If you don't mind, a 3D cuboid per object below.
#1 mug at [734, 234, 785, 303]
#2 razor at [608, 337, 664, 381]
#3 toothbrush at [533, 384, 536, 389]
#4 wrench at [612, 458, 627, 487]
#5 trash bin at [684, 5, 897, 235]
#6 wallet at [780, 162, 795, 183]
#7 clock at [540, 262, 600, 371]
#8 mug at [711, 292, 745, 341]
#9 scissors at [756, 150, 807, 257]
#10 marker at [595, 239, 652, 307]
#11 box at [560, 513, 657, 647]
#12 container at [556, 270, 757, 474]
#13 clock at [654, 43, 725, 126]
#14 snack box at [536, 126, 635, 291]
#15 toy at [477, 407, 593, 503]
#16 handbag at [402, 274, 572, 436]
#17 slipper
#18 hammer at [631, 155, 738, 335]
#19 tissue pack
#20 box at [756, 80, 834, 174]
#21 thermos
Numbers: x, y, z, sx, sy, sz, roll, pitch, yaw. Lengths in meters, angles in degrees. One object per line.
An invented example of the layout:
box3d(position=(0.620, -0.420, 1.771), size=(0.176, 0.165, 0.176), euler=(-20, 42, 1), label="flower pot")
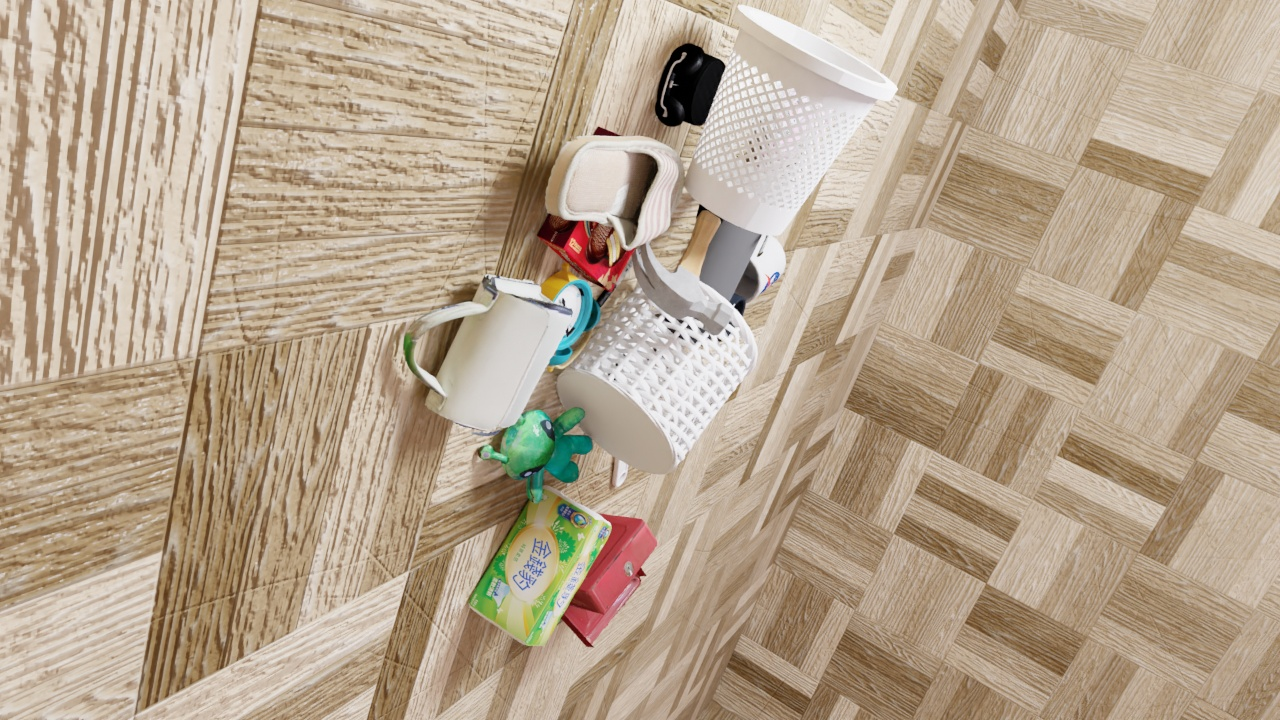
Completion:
box3d(position=(0.159, -0.141, 1.455), size=(0.122, 0.091, 0.089), euler=(-34, -177, 44), label="mug")
box3d(position=(-0.008, 0.008, 1.290), size=(0.142, 0.052, 0.047), euler=(-45, -166, -34), label="razor")
box3d(position=(-0.142, -0.015, 0.992), size=(0.015, 0.018, 0.181), euler=(-49, 155, -18), label="toothbrush")
box3d(position=(-0.024, 0.106, 1.413), size=(0.066, 0.018, 0.274), euler=(-44, 154, -38), label="wrench")
box3d(position=(0.152, -0.262, 1.042), size=(0.195, 0.195, 0.200), euler=(-26, 148, -57), label="trash bin")
box3d(position=(0.201, -0.258, 1.447), size=(0.121, 0.013, 0.087), euler=(-49, 171, -5), label="wallet")
box3d(position=(-0.087, -0.047, 1.048), size=(0.098, 0.044, 0.130), euler=(-52, 150, -25), label="clock")
box3d(position=(0.112, -0.070, 1.426), size=(0.071, 0.077, 0.105), euler=(-51, 156, -28), label="mug")
box3d(position=(0.211, -0.237, 1.364), size=(0.179, 0.015, 0.185), euler=(-60, 176, -79), label="scissors")
box3d(position=(-0.014, -0.122, 1.165), size=(0.151, 0.011, 0.011), euler=(-54, 157, -21), label="marker")
box3d(position=(-0.050, 0.341, 1.438), size=(0.156, 0.156, 0.171), euler=(-49, -170, -32), label="box")
box3d(position=(0.021, 0.015, 1.167), size=(0.186, 0.189, 0.190), euler=(-50, 156, -26), label="container")
box3d(position=(0.055, -0.313, 1.050), size=(0.120, 0.042, 0.091), euler=(-22, 135, -59), label="clock")
box3d(position=(-0.040, -0.163, 1.022), size=(0.132, 0.036, 0.152), euler=(-61, 159, -3), label="snack box")
box3d(position=(-0.123, 0.106, 1.122), size=(0.130, 0.072, 0.193), euler=(-63, 150, -2), label="toy")
box3d(position=(-0.155, -0.006, 0.887), size=(0.175, 0.074, 0.151), euler=(10, 112, -59), label="handbag")
box3d(position=(-0.010, -0.174, 0.952), size=(0.262, 0.052, 0.115), euler=(-12, 125, -63), label="slipper")
box3d(position=(0.082, -0.168, 1.153), size=(0.039, 0.131, 0.327), euler=(-50, -169, 43), label="hammer")
box3d(position=(-0.126, 0.286, 1.271), size=(0.197, 0.120, 0.141), euler=(-54, 157, -6), label="tissue pack")
box3d(position=(0.239, -0.367, 1.386), size=(0.200, 0.066, 0.154), euler=(-46, 153, -38), label="box")
box3d(position=(0.110, -0.140, 1.332), size=(0.240, 0.082, 0.082), euler=(-64, 159, 4), label="thermos")
